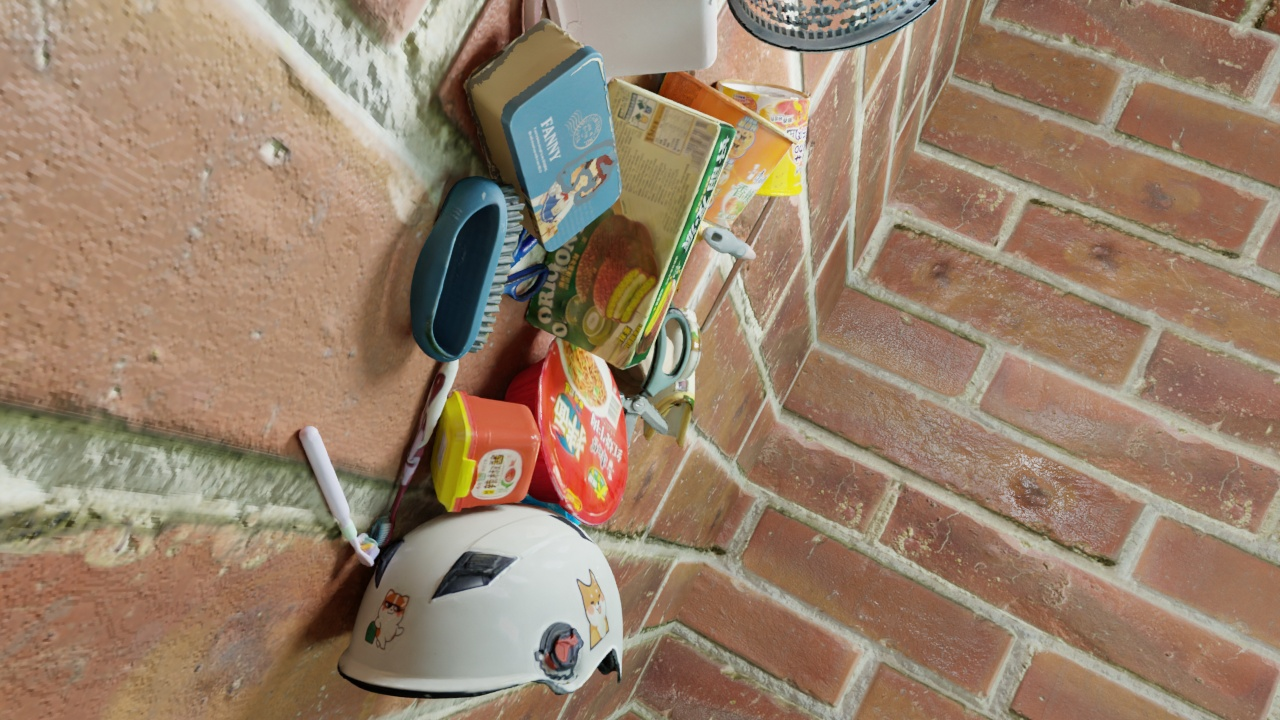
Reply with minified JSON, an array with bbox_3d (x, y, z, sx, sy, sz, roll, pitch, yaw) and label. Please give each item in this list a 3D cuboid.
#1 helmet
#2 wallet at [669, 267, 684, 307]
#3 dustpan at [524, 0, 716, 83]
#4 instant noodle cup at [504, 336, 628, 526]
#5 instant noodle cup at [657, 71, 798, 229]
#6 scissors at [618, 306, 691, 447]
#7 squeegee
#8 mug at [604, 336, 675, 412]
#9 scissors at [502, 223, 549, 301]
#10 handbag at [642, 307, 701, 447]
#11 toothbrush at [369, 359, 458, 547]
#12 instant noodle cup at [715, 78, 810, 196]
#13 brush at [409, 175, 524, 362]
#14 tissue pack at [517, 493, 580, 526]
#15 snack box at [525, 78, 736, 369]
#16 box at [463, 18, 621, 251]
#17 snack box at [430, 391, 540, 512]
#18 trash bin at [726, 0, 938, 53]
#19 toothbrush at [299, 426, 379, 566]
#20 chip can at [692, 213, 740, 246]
[{"bbox_3d":[-0.132,0.207,0.833,0.273,0.230,0.156,19,73,-54],"label":"helmet"},{"bbox_3d":[0.021,-0.105,1.131,0.130,0.035,0.119,-42,147,-52],"label":"wallet"},{"bbox_3d":[-0.009,-0.341,0.713,0.223,0.139,0.272,78,13,-63],"label":"dustpan"},{"bbox_3d":[-0.078,0.070,0.916,0.193,0.066,0.194,-10,90,-67],"label":"instant noodle cup"},{"bbox_3d":[0.064,-0.208,0.913,0.111,0.151,0.151,-59,165,15],"label":"instant noodle cup"},{"bbox_3d":[-0.006,0.006,1.016,0.179,0.170,0.019,-52,-154,-7],"label":"scissors"},{"bbox_3d":[0.116,-0.136,1.114,0.248,0.040,0.249,-62,166,9],"label":"squeegee"},{"bbox_3d":[-0.021,0.023,1.108,0.125,0.084,0.103,-63,168,28],"label":"mug"},{"bbox_3d":[-0.119,-0.072,0.773,0.157,0.012,0.165,-64,163,8],"label":"scissors"},{"bbox_3d":[0.045,0.005,1.202,0.179,0.063,0.163,106,-10,-50],"label":"handbag"},{"bbox_3d":[-0.192,0.076,0.771,0.017,0.016,0.188,2,114,-62],"label":"toothbrush"},{"bbox_3d":[0.133,-0.262,1.067,0.137,0.138,0.110,-37,141,-57],"label":"instant noodle cup"},{"bbox_3d":[-0.133,-0.063,0.664,0.073,0.055,0.144,-25,139,-61],"label":"brush"},{"bbox_3d":[-0.083,0.122,1.038,0.139,0.090,0.063,-53,160,-33],"label":"tissue pack"},{"bbox_3d":[-0.011,-0.123,0.846,0.063,0.114,0.240,-25,139,-67],"label":"snack box"},{"bbox_3d":[-0.068,-0.164,0.674,0.089,0.059,0.184,-42,160,-13],"label":"box"},{"bbox_3d":[-0.136,0.079,0.804,0.080,0.082,0.091,4,121,-25],"label":"snack box"},{"bbox_3d":[0.163,-0.424,0.804,0.226,0.227,0.195,-60,150,-14],"label":"trash bin"},{"bbox_3d":[-0.227,0.105,0.696,0.021,0.029,0.189,-17,145,-14],"label":"toothbrush"},{"bbox_3d":[0.051,-0.167,1.054,0.212,0.072,0.072,-40,151,-57],"label":"chip can"}]
